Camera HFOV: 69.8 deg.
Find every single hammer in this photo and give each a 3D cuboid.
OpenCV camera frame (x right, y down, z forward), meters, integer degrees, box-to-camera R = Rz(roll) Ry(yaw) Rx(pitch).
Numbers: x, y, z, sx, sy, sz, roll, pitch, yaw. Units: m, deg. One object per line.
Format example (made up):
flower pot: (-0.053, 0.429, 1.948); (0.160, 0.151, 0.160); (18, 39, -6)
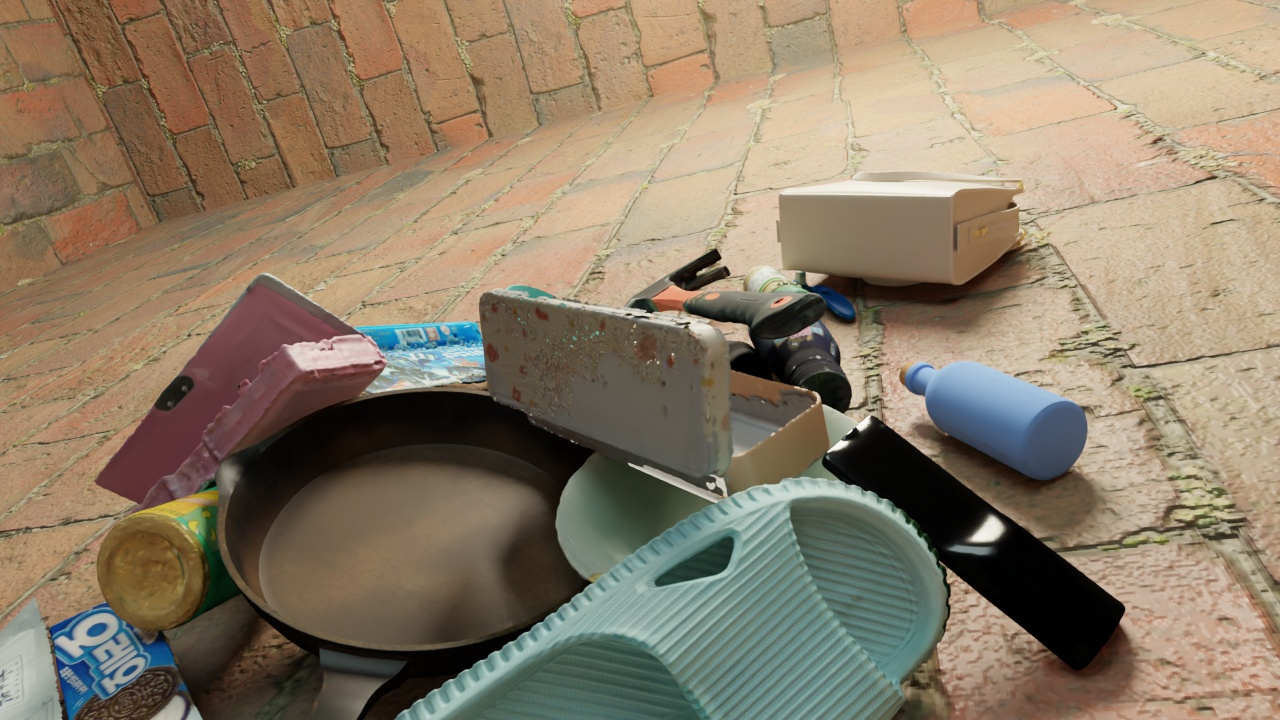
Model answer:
hammer: (0.057, -0.045, 0.744); (0.133, 0.033, 0.333); (-32, 14, -10)

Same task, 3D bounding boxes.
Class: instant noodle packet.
instant noodle packet: (-0.337, 0.224, 0.439); (0.269, 0.057, 0.146); (18, 64, 50)

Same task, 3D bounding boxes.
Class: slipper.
slipper: (0.010, 0.135, 0.361); (0.275, 0.116, 0.069); (-27, -4, -13)

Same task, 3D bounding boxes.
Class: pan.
pan: (-0.130, 0.129, 0.489); (0.249, 0.043, 0.355); (8, 31, 2)

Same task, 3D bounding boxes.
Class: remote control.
remote control: (0.151, 0.077, 0.421); (0.140, 0.021, 0.045); (39, 48, 23)

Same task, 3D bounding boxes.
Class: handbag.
handbag: (0.258, -0.134, 0.856); (0.197, 0.101, 0.195); (-21, 22, -40)

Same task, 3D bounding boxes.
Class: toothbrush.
toothbrush: (0.165, -0.061, 0.835); (0.021, 0.016, 0.132); (-10, 21, -9)

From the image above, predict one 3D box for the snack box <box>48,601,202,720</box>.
snack box: (-0.263, 0.192, 0.484); (0.059, 0.059, 0.227); (-26, 23, -30)

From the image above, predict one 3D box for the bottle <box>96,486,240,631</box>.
bottle: (-0.251, 0.109, 0.599); (0.068, 0.068, 0.209); (-12, 2, 10)

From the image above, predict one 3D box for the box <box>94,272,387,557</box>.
box: (-0.296, 0.045, 0.644); (0.233, 0.098, 0.099); (-44, -10, 20)

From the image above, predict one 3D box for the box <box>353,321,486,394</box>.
box: (-0.209, -0.004, 0.789); (0.175, 0.063, 0.243); (-4, 2, 28)

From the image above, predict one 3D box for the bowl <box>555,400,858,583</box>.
bowl: (0.044, 0.089, 0.500); (0.174, 0.068, 0.174); (-14, 24, 6)

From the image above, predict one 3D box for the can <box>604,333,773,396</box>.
can: (0.017, 0.023, 0.658); (0.146, 0.080, 0.080); (5, 31, 42)

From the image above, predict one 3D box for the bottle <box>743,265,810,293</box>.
bottle: (0.123, -0.056, 0.823); (0.042, 0.043, 0.110); (-18, 21, -4)

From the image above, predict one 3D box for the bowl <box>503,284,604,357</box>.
bowl: (-0.081, -0.011, 0.818); (0.046, 0.121, 0.121); (-52, 13, 20)

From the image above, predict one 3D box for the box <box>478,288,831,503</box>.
box: (0.002, 0.014, 0.522); (0.107, 0.095, 0.217); (0, 9, -38)

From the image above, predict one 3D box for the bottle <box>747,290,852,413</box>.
bottle: (0.118, -0.005, 0.684); (0.056, 0.056, 0.160); (-15, 22, 2)

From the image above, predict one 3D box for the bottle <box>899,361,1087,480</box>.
bottle: (0.205, 0.027, 0.560); (0.048, 0.048, 0.131); (-22, 23, -14)
